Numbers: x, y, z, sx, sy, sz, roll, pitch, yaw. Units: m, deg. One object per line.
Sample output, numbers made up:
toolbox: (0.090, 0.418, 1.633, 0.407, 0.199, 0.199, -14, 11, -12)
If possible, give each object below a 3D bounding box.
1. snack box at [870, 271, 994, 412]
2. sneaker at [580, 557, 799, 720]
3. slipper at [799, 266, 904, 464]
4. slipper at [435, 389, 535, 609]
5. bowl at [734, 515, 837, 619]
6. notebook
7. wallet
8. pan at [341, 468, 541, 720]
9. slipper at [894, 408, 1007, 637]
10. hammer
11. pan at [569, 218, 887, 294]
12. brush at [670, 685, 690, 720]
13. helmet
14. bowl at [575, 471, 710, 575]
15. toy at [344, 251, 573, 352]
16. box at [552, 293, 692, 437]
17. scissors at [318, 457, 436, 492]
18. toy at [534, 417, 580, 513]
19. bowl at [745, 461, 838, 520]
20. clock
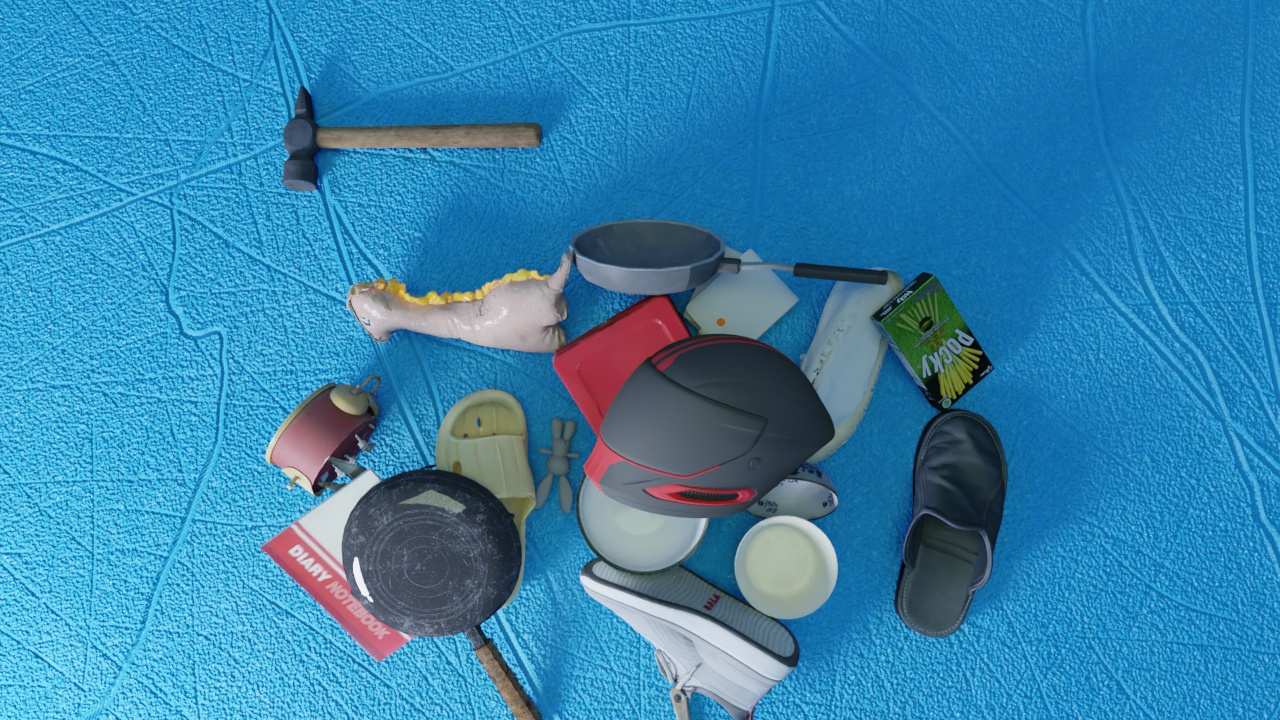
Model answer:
snack box: (0.337, -0.020, 1.056, 0.080, 0.025, 0.147, -41, 113, -1)
sneaker: (0.042, 0.317, 1.053, 0.263, 0.096, 0.129, 25, 110, 14)
slipper: (0.225, 0.004, 1.070, 0.112, 0.075, 0.247, 22, 90, -19)
slipper: (-0.175, 0.164, 1.060, 0.111, 0.079, 0.261, -1, 89, -24)
bowl: (0.165, 0.234, 1.059, 0.115, 0.062, 0.115, 0, 85, 3)
notebook: (-0.306, 0.240, 1.059, 0.153, 0.012, 0.209, -36, 115, -2)
wallet: (0.108, -0.075, 1.102, 0.118, 0.037, 0.115, -42, 84, -4)
pan: (-0.200, 0.288, 1.036, 0.208, 0.040, 0.357, -27, 102, 5)
slipper: (0.359, 0.186, 1.043, 0.109, 0.083, 0.265, 14, 84, 6)
hammer: (-0.283, -0.280, 1.143, 0.322, 0.040, 0.129, 0, 81, 2)
pan: (0.094, -0.106, 1.035, 0.357, 0.178, 0.041, 7, 117, 13)
brush: (0.059, 0.455, 1.071, 0.039, 0.012, 0.151, -15, 83, 2)
helmet: (0.080, 0.057, 0.956, 0.264, 0.164, 0.170, 4, 110, -21)
bowl: (0.001, 0.169, 1.063, 0.153, 0.073, 0.153, 1, 80, -4)
toy: (-0.212, -0.075, 1.074, 0.264, 0.197, 0.065, 12, 44, -4)
box: (-0.007, 0.007, 1.066, 0.157, 0.112, 0.134, -31, 89, 0)
scissors: (-0.266, 0.144, 1.066, 0.209, 0.015, 0.142, 43, 81, -30)
toy: (-0.099, 0.125, 1.100, 0.049, 0.030, 0.111, 9, 80, -11)
bowl: (0.169, 0.142, 1.054, 0.114, 0.114, 0.045, 5, 57, 3)
clock: (-0.354, 0.084, 1.077, 0.081, 0.117, 0.158, 37, 82, 2)
